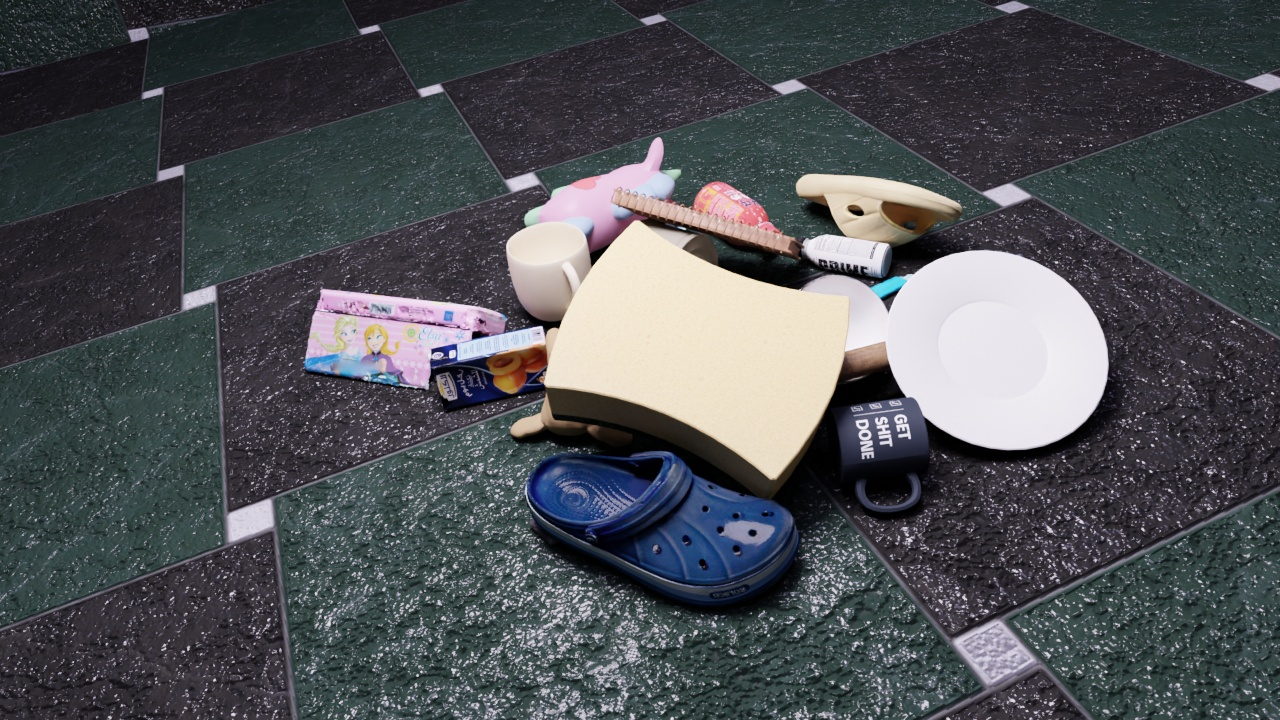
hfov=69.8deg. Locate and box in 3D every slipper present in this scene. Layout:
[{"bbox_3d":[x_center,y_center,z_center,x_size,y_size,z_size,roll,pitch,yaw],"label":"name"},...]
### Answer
[{"bbox_3d":[0.009,0.132,0.796,0.253,0.095,0.104,12,44,21],"label":"slipper"},{"bbox_3d":[0.276,-0.183,1.137,0.111,0.079,0.261,15,8,-27],"label":"slipper"}]

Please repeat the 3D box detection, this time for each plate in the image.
[{"bbox_3d":[0.342,-0.012,0.887,0.208,0.015,0.208,-1,67,2],"label":"plate"}]

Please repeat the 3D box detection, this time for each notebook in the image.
[{"bbox_3d":[0.082,-0.156,1.067,0.210,0.022,0.169,18,7,12],"label":"notebook"}]

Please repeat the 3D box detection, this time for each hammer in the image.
[{"bbox_3d":[0.270,-0.013,0.917,0.321,0.040,0.129,-15,72,-5],"label":"hammer"}]

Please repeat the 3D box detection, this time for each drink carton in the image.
[{"bbox_3d":[-0.165,0.009,1.020,0.130,0.064,0.040,-13,36,-4],"label":"drink carton"}]

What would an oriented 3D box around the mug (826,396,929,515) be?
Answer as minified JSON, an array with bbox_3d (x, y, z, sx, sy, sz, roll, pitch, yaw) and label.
[{"bbox_3d":[0.219,0.089,0.837,0.077,0.071,0.105,-8,65,3],"label":"mug"}]

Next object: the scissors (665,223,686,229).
[{"bbox_3d":[0.032,-0.149,1.214,0.105,0.016,0.178,-12,39,-2],"label":"scissors"}]

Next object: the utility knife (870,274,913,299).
[{"bbox_3d":[0.276,-0.077,1.069,0.124,0.015,0.022,-23,53,-20],"label":"utility knife"}]

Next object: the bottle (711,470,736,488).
[{"bbox_3d":[0.120,0.086,0.879,0.109,0.036,0.036,-24,40,-17],"label":"bottle"}]

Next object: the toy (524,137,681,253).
[{"bbox_3d":[-0.047,-0.199,1.209,0.171,0.120,0.221,-6,26,32],"label":"toy"}]

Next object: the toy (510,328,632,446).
[{"bbox_3d":[-0.072,0.026,0.952,0.134,0.108,0.105,3,24,17],"label":"toy"}]

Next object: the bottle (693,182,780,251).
[{"bbox_3d":[0.130,-0.183,1.195,0.061,0.062,0.137,-26,42,-19],"label":"bottle"}]

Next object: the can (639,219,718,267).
[{"bbox_3d":[0.027,-0.092,1.051,0.073,0.128,0.127,18,46,29],"label":"can"}]

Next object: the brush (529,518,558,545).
[{"bbox_3d":[-0.030,0.135,0.873,0.151,0.012,0.039,-22,40,-16],"label":"brush"}]

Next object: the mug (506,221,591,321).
[{"bbox_3d":[-0.101,-0.095,1.106,0.096,0.100,0.120,-25,43,-21],"label":"mug"}]

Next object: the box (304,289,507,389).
[{"bbox_3d":[-0.286,-0.022,1.114,0.231,0.105,0.086,7,-2,21],"label":"box"}]

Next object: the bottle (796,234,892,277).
[{"bbox_3d":[0.244,-0.130,1.119,0.116,0.041,0.041,14,44,27],"label":"bottle"}]

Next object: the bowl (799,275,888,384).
[{"bbox_3d":[0.199,-0.028,0.965,0.113,0.063,0.113,1,81,-6],"label":"bowl"}]

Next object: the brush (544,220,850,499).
[{"bbox_3d":[0.055,-0.001,0.856,0.250,0.075,0.194,22,65,12],"label":"brush"}]
